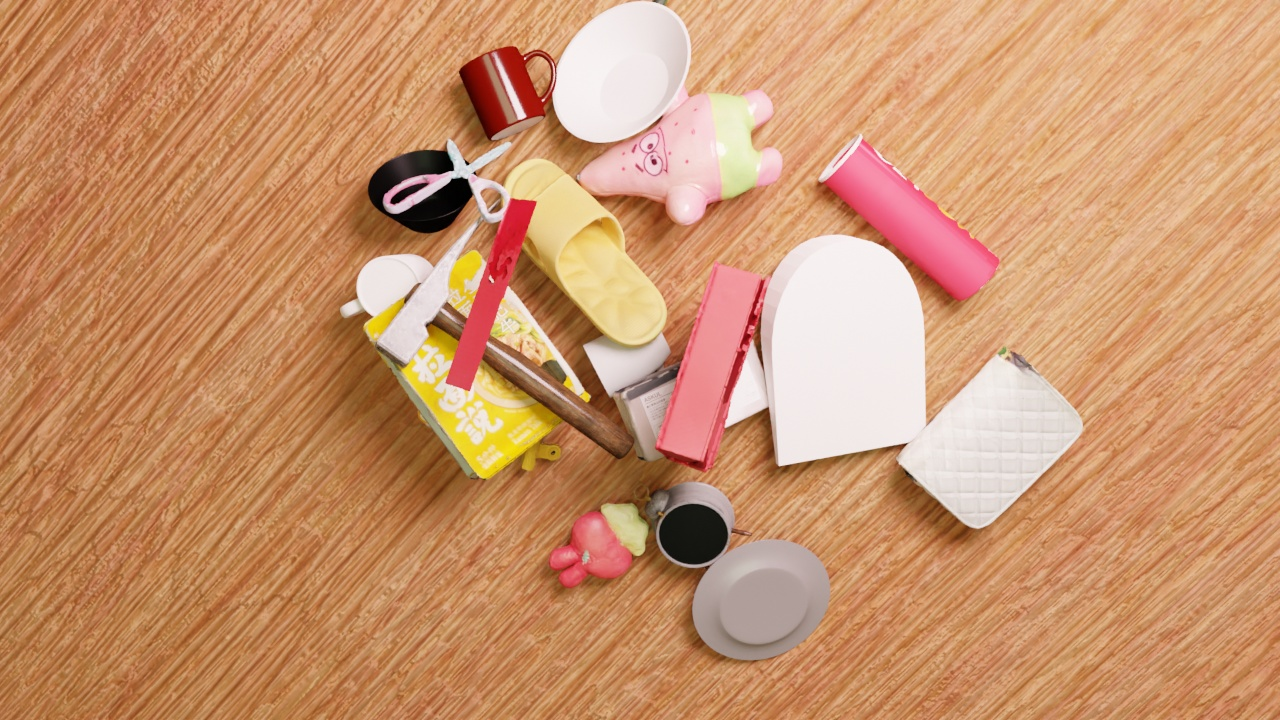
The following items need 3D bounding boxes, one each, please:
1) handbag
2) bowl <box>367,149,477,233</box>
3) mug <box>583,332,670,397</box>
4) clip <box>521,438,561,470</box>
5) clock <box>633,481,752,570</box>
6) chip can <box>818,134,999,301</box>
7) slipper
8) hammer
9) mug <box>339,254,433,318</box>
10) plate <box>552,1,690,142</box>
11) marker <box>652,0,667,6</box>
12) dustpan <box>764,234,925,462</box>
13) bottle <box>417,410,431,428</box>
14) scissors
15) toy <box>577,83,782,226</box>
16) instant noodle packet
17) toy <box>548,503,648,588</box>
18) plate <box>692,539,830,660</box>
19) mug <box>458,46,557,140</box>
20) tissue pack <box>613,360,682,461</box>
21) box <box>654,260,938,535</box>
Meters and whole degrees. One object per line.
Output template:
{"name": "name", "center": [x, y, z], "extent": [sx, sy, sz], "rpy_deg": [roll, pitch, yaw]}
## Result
{"name": "handbag", "center": [0.416, 0.093, 1.104], "extent": [0.139, 0.072, 0.195], "rpy_deg": [41, 97, -15]}
{"name": "bowl", "center": [-0.250, -0.186, 1.073], "extent": [0.124, 0.123, 0.053], "rpy_deg": [2, 141, 0]}
{"name": "mug", "center": [-0.007, 0.006, 1.109], "extent": [0.089, 0.071, 0.107], "rpy_deg": [-27, 125, -2]}
{"name": "clip", "center": [-0.126, 0.111, 1.143], "extent": [0.048, 0.046, 0.054], "rpy_deg": [19, 99, 32]}
{"name": "clock", "center": [0.054, 0.197, 1.135], "extent": [0.148, 0.056, 0.104], "rpy_deg": [34, 106, -9]}
{"name": "chip can", "center": [0.314, -0.165, 1.072], "extent": [0.220, 0.069, 0.069], "rpy_deg": [40, 97, -5]}
{"name": "slipper", "center": [-0.067, -0.127, 1.050], "extent": [0.099, 0.078, 0.263], "rpy_deg": [-38, 84, -11]}
{"name": "hammer", "center": [-0.112, -0.017, 1.031], "extent": [0.300, 0.037, 0.217], "rpy_deg": [37, 71, -10]}
{"name": "mug", "center": [-0.300, -0.079, 1.081], "extent": [0.110, 0.090, 0.074], "rpy_deg": [-26, 97, 4]}
{"name": "plate", "center": [-0.016, -0.321, 1.046], "extent": [0.174, 0.036, 0.173], "rpy_deg": [-8, 72, 25]}
{"name": "marker", "center": [0.045, -0.462, 1.058], "extent": [0.017, 0.017, 0.146], "rpy_deg": [26, 98, -3]}
{"name": "dustpan", "center": [0.239, -0.019, 1.100], "extent": [0.191, 0.053, 0.258], "rpy_deg": [-9, 106, -10]}
{"name": "bottle", "center": [-0.239, 0.026, 1.110], "extent": [0.063, 0.063, 0.108], "rpy_deg": [0, 98, 1]}
{"name": "scissors", "center": [-0.201, -0.199, 1.037], "extent": [0.170, 0.013, 0.175], "rpy_deg": [-37, 55, -27]}
{"name": "toy", "center": [0.041, -0.236, 1.054], "extent": [0.237, 0.097, 0.192], "rpy_deg": [-12, 72, 12]}
{"name": "instant noodle packet", "center": [-0.188, 0.005, 1.053], "extent": [0.162, 0.084, 0.221], "rpy_deg": [-39, 105, -20]}
{"name": "toy", "center": [-0.052, 0.233, 1.147], "extent": [0.135, 0.045, 0.091], "rpy_deg": [-37, 99, 1]}
{"name": "plate", "center": [0.153, 0.304, 1.146], "extent": [0.178, 0.012, 0.178], "rpy_deg": [-3, 112, -9]}
{"name": "mug", "center": [-0.143, -0.312, 1.054], "extent": [0.106, 0.073, 0.082], "rpy_deg": [-23, 97, 2]}
{"name": "tissue pack", "center": [0.062, 0.049, 1.095], "extent": [0.181, 0.071, 0.104], "rpy_deg": [-26, 100, -22]}
{"name": "box", "center": [0.178, 0.052, 1.041], "extent": [0.374, 0.148, 0.212], "rpy_deg": [23, 82, -24]}
